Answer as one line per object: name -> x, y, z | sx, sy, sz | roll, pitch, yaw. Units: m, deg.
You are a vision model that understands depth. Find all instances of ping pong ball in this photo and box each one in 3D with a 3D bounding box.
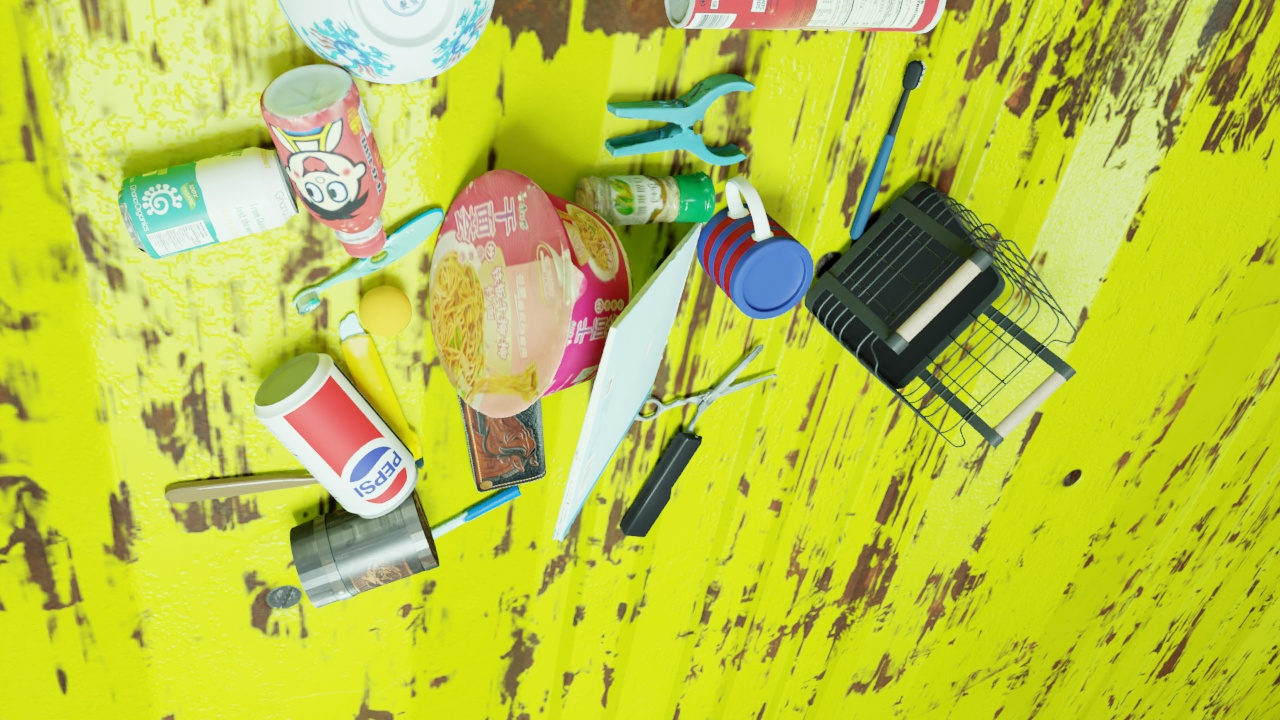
ping pong ball -> -0.197, -0.038, 0.710 | 0.040, 0.040, 0.040 | -12, 127, -17

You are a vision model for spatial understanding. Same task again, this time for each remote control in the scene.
remote control -> 0.022, 0.129, 0.941 | 0.032, 0.015, 0.137 | 12, 122, -31

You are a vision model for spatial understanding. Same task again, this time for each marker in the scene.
marker -> -0.179, 0.156, 0.875 | 0.142, 0.013, 0.013 | -28, 130, -4

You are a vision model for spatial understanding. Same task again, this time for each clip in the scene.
clip -> 0.037, -0.173, 0.737 | 0.130, 0.031, 0.121 | -27, 134, -6

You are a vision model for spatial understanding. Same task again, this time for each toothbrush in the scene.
toothbrush -> -0.310, 0.102, 0.775 | 0.166, 0.016, 0.016 | -5, 124, -20
toothbrush -> -0.205, -0.075, 0.696 | 0.135, 0.017, 0.022 | -33, 139, 0
toothbrush -> 0.218, -0.184, 0.818 | 0.014, 0.014, 0.168 | -32, 144, -48

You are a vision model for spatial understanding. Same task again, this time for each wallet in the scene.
wallet -> -0.123, 0.062, 0.830 | 0.072, 0.019, 0.123 | -11, 127, -13

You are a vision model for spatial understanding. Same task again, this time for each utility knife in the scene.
utility knife -> -0.216, 0.031, 0.766 | 0.030, 0.017, 0.165 | -23, 130, -15

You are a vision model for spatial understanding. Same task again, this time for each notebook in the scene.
notebook -> -0.004, 0.004, 0.726 | 0.009, 0.252, 0.181 | 20, 118, 8

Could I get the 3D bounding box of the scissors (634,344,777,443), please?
scissors -> 0.054, 0.035, 0.898 | 0.161, 0.014, 0.142 | 10, 120, -30

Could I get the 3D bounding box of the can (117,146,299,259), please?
can -> -0.286, -0.106, 0.611 | 0.101, 0.055, 0.055 | -18, 128, -13

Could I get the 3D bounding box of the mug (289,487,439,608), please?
mug -> -0.241, 0.173, 0.822 | 0.107, 0.080, 0.116 | -19, 148, -11

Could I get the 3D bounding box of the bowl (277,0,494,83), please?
bowl -> -0.152, -0.235, 0.570 | 0.143, 0.074, 0.144 | -12, 127, -17

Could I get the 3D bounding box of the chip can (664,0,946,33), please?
chip can -> 0.125, -0.274, 0.688 | 0.214, 0.051, 0.052 | -7, 125, -21

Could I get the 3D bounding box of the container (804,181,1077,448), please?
container -> 0.293, -0.034, 0.875 | 0.163, 0.130, 0.241 | -47, 133, 11

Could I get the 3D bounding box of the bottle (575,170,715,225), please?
bottle -> 0.004, -0.131, 0.740 | 0.111, 0.043, 0.043 | -5, 125, -21

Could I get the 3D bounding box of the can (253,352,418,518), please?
can -> -0.240, 0.061, 0.733 | 0.070, 0.070, 0.132 | -32, 124, -2

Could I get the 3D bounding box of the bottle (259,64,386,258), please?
bottle -> -0.207, -0.128, 0.628 | 0.062, 0.062, 0.138 | -20, 143, -12

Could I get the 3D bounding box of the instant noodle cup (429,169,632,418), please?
instant noodle cup -> -0.079, -0.049, 0.686 | 0.077, 0.178, 0.179 | -3, 125, -43

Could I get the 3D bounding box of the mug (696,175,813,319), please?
mug -> 0.095, -0.100, 0.780 | 0.075, 0.076, 0.112 | -21, 129, -11
